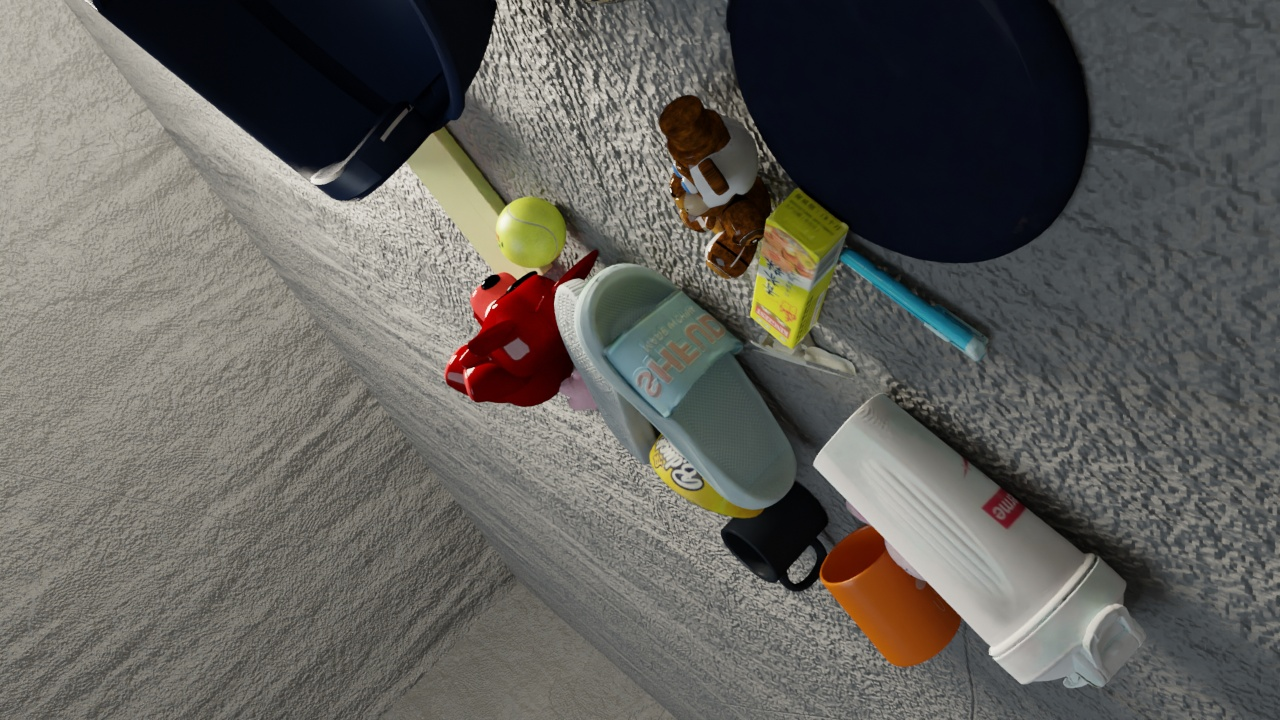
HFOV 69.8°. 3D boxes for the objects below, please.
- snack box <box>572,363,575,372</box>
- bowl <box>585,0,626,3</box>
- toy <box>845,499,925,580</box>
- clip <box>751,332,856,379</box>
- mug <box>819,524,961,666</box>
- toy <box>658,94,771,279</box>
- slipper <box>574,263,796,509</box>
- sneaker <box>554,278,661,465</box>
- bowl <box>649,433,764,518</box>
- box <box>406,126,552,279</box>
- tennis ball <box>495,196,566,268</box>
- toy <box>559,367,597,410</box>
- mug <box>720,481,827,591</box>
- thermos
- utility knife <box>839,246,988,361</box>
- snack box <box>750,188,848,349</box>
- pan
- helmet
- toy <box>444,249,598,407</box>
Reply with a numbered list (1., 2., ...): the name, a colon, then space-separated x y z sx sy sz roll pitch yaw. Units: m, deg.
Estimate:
1. snack box: -0.016 0.038 1.027 0.147 0.025 0.080 43 160 12
2. bowl: -0.035 -0.236 0.467 0.112 0.061 0.113 39 147 32
3. toy: 0.213 0.137 0.720 0.110 0.047 0.064 46 152 14
4. clip: 0.112 -0.015 0.684 0.054 0.040 0.102 38 168 -37
5. mug: 0.214 0.196 0.805 0.096 0.078 0.112 50 -172 -8
6. toy: 0.044 -0.112 0.563 0.112 0.067 0.087 41 -160 -50
7. slipper: 0.050 0.017 0.753 0.245 0.103 0.074 50 148 -8
8. sneaker: -0.005 0.005 0.855 0.089 0.087 0.236 41 162 40
9. bowl: 0.074 0.084 0.840 0.117 0.068 0.117 23 -162 -8
10. box: -0.183 -0.155 0.984 0.188 0.047 0.141 53 162 -16
11. tennis ball: -0.101 -0.118 0.848 0.065 0.065 0.065 40 159 19
12. toy: -0.035 0.020 0.944 0.052 0.096 0.099 -109 -6 -50
13. mug: 0.140 0.176 0.893 0.105 0.077 0.071 52 160 -12
14. thermos: 0.219 0.120 0.610 0.220 0.099 0.099 44 160 19
15. utility knife: 0.154 -0.041 0.551 0.123 0.015 0.022 40 -178 23
16. snack box: 0.099 -0.054 0.590 0.040 0.029 0.148 41 167 16
17. pan: 0.063 -0.176 0.477 0.356 0.021 0.199 41 159 18
18. helmet: -0.191 -0.245 0.565 0.232 0.223 0.272 41 175 -27
19. toy: -0.117 -0.030 0.915 0.120 0.158 0.198 50 160 10
